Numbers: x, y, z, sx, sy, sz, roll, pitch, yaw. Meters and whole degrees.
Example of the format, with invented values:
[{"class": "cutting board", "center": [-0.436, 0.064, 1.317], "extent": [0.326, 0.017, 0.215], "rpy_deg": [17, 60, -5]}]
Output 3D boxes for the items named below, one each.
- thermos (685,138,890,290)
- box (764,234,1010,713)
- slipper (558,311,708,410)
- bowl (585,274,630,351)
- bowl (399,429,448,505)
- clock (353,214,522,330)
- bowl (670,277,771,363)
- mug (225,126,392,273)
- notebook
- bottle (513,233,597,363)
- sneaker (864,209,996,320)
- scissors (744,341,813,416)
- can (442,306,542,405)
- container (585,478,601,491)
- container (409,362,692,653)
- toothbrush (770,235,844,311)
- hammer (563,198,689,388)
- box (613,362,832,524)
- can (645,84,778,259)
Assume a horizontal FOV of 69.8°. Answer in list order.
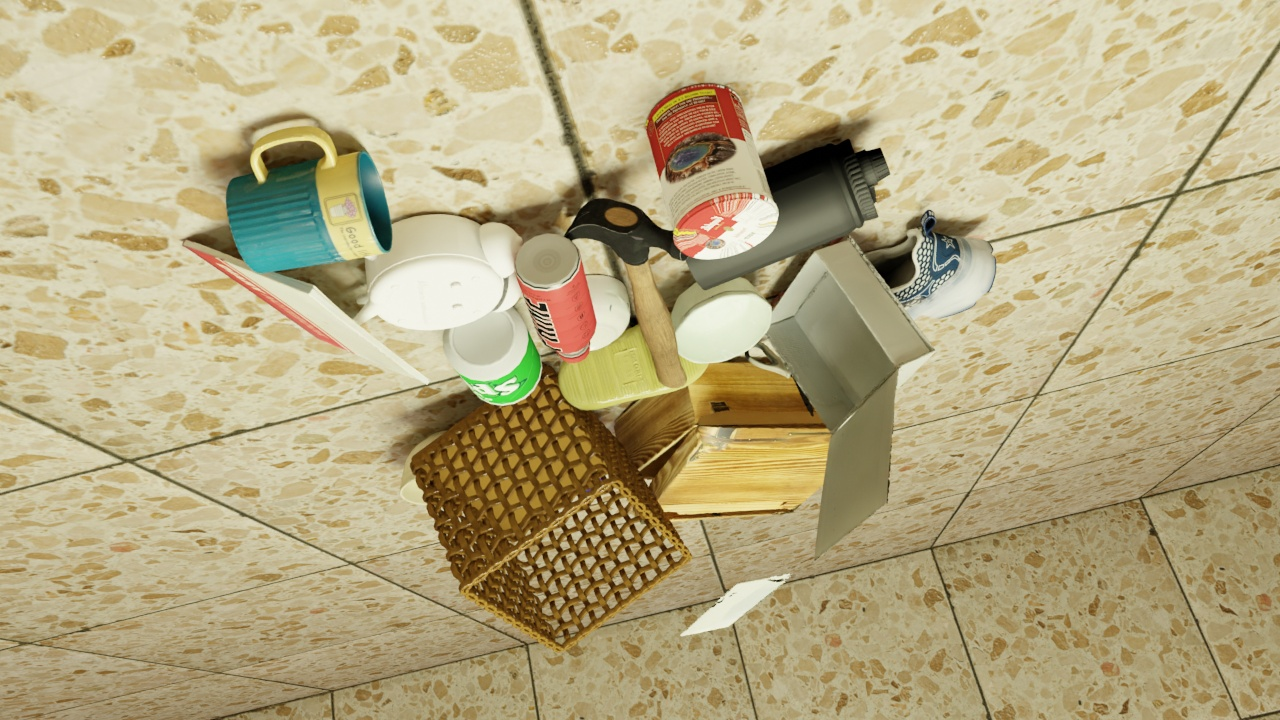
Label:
[{"class": "thermos", "center": [0.137, -0.142, 0.869], "extent": [0.199, 0.086, 0.086], "rpy_deg": [-21, 154, 17]}, {"class": "box", "center": [0.245, 0.107, 0.962], "extent": [0.119, 0.477, 0.167], "rpy_deg": [1, 149, -17]}, {"class": "slipper", "center": [-0.007, 0.006, 1.112], "extent": [0.190, 0.091, 0.082], "rpy_deg": [-19, 176, -6]}, {"class": "bowl", "center": [-0.061, -0.046, 1.017], "extent": [0.105, 0.054, 0.105], "rpy_deg": [-10, 154, -5]}, {"class": "bowl", "center": [-0.266, 0.144, 1.294], "extent": [0.150, 0.075, 0.151], "rpy_deg": [-11, 155, -5]}, {"class": "clock", "center": [-0.191, -0.075, 0.868], "extent": [0.160, 0.072, 0.126], "rpy_deg": [-7, 155, -12]}, {"class": "bowl", "center": [0.086, -0.056, 1.045], "extent": [0.117, 0.061, 0.118], "rpy_deg": [-12, 143, -10]}, {"class": "mug", "center": [-0.264, -0.129, 0.724], "extent": [0.107, 0.083, 0.114], "rpy_deg": [-9, 133, 0]}, {"class": "notebook", "center": [-0.304, -0.041, 0.857], "extent": [0.153, 0.012, 0.209], "rpy_deg": [20, 164, 22]}, {"class": "bottle", "center": [-0.077, -0.051, 0.900], "extent": [0.062, 0.062, 0.177], "rpy_deg": [-12, 153, -1]}, {"class": "sneaker", "center": [0.271, -0.078, 1.086], "extent": [0.132, 0.103, 0.270], "rpy_deg": [25, 138, -32]}, {"class": "scissors", "center": [0.191, 0.016, 1.179], "extent": [0.154, 0.162, 0.013], "rpy_deg": [15, 129, 15]}, {"class": "can", "center": [-0.157, -0.007, 0.991], "extent": [0.088, 0.087, 0.140], "rpy_deg": [-12, 164, -2]}, {"class": "container", "center": [-0.110, 0.167, 1.437], "extent": [0.096, 0.058, 0.114], "rpy_deg": [-2, 153, -23]}, {"class": "container", "center": [-0.113, 0.191, 1.175], "extent": [0.219, 0.214, 0.251], "rpy_deg": [-36, 139, 1]}, {"class": "toothbrush", "center": [0.198, -0.105, 1.063], "extent": [0.015, 0.015, 0.185], "rpy_deg": [-8, 154, -28]}, {"class": "hammer", "center": [0.006, -0.053, 0.937], "extent": [0.132, 0.040, 0.306], "rpy_deg": [20, 157, 21]}, {"class": "box", "center": [0.144, 0.113, 1.324], "extent": [0.278, 0.167, 0.246], "rpy_deg": [3, 151, -27]}, {"class": "can", "center": [0.058, -0.156, 0.764], "extent": [0.086, 0.116, 0.087], "rpy_deg": [-11, 155, -5]}]
